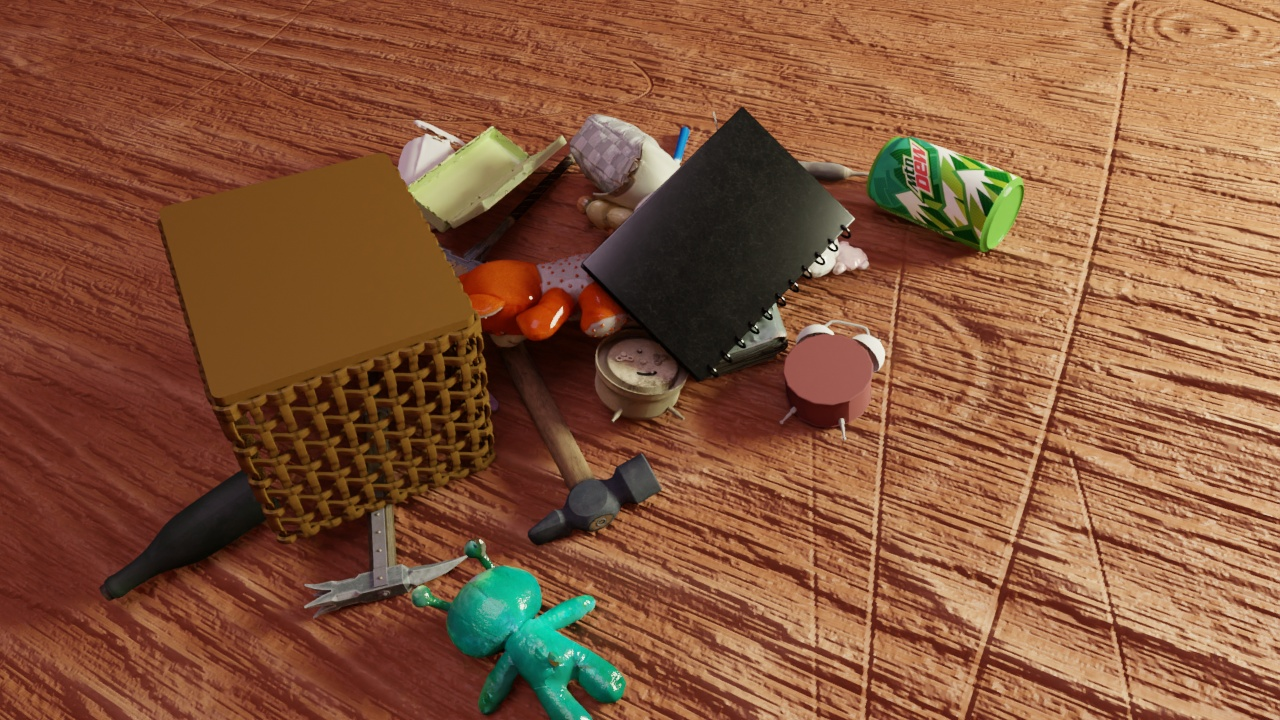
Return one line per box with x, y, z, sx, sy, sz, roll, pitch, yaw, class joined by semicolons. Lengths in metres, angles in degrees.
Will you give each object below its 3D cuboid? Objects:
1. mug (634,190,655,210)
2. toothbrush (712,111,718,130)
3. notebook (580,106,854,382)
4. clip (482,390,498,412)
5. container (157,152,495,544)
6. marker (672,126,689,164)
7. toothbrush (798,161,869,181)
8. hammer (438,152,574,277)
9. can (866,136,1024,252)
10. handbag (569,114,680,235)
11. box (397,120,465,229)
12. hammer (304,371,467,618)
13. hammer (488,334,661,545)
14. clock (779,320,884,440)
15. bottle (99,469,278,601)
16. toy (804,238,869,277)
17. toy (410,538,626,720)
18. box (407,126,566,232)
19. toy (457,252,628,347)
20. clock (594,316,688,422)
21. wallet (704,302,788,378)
0.035;-0.131;0.960;0.115;0.068;0.094;-34;36;-10;mug
0.091;-0.179;0.969;0.010;0.182;0.010;-17;39;2;toothbrush
0.082;-0.113;0.900;0.169;0.019;0.231;45;79;-1;notebook
-0.169;0.034;0.972;0.014;0.045;0.050;-38;97;-16;clip
-0.290;-0.017;0.871;0.219;0.215;0.251;-20;54;-20;container
0.042;-0.238;1.132;0.013;0.013;0.141;4;54;16;marker
0.212;-0.223;1.076;0.186;0.024;0.022;8;94;18;toothbrush
-0.143;-0.188;1.122;0.098;0.044;0.321;23;59;27;hammer
0.323;-0.180;0.978;0.144;0.083;0.083;32;66;31;can
-0.020;-0.205;1.062;0.123;0.112;0.171;-55;40;13;handbag
-0.266;-0.246;1.163;0.081;0.092;0.159;12;48;-17;box
-0.265;0.096;0.938;0.147;0.028;0.316;-13;52;-5;hammer
-0.105;0.043;0.938;0.129;0.040;0.321;-29;51;-5;hammer
0.185;0.011;0.888;0.087;0.044;0.124;14;57;22;clock
-0.446;0.176;0.901;0.174;0.055;0.055;-35;54;-13;bottle
0.184;-0.121;0.990;0.125;0.037;0.075;17;45;-2;toy
-0.100;0.232;0.773;0.193;0.072;0.130;36;67;22;toy
-0.184;-0.218;1.106;0.134;0.061;0.187;9;40;24;box
-0.104;-0.060;0.942;0.172;0.093;0.163;-3;19;-7;toy
-0.005;0.005;0.926;0.093;0.055;0.140;-1;44;-15;clock
0.092;-0.050;0.953;0.100;0.054;0.131;-20;51;12;wallet
